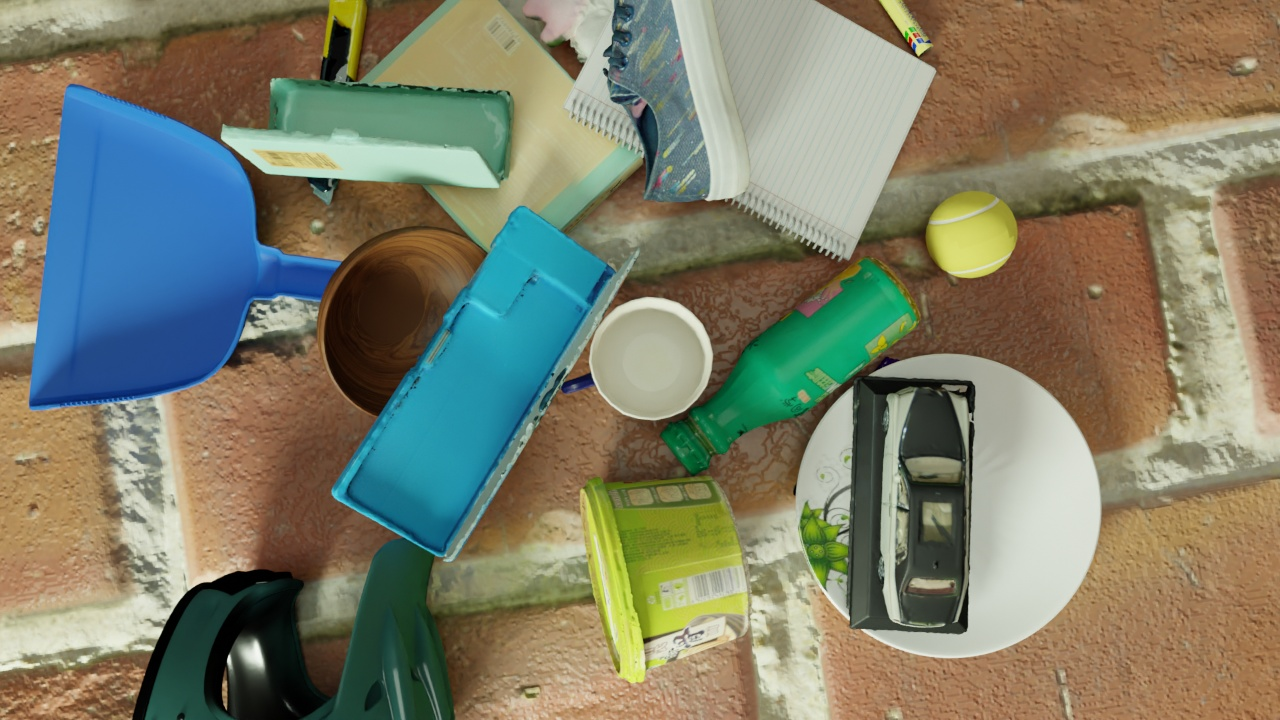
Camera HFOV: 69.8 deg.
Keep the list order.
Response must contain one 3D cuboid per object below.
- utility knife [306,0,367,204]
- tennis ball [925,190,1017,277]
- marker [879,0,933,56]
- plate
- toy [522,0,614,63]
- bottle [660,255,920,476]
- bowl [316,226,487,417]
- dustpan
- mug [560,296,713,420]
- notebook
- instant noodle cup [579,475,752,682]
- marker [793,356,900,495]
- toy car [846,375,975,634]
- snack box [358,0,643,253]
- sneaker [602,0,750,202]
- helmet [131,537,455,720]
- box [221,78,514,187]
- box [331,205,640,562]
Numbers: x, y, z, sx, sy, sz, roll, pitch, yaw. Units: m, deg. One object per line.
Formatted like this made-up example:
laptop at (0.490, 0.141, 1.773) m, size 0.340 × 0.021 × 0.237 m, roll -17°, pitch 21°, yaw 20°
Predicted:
utility knife at (-0.245, -0.210, 0.735) m, size 0.029 × 0.020 × 0.172 m, roll 7°, pitch 90°, yaw 3°
tennis ball at (0.250, -0.095, 0.695) m, size 0.065 × 0.065 × 0.065 m, roll 0°, pitch 88°, yaw 1°
marker at (0.189, -0.300, 0.728) m, size 0.014 × 0.014 × 0.132 m, roll -34°, pitch 88°, yaw 0°
plate at (0.233, 0.110, 0.708) m, size 0.229 × 0.030 × 0.229 m, roll 0°, pitch 89°, yaw 2°
toy at (-0.035, -0.269, 0.716) m, size 0.109 × 0.041 × 0.095 m, roll 19°, pitch 84°, yaw -10°
bottle at (0.109, 0.009, 0.695) m, size 0.209 × 0.068 × 0.068 m, roll -38°, pitch 88°, yaw 0°
bowl at (-0.178, -0.034, 0.693) m, size 0.147 × 0.069 × 0.147 m, roll -15°, pitch 117°, yaw -33°
dustpan at (-0.323, -0.071, 0.711) m, size 0.257 × 0.059 × 0.245 m, roll 7°, pitch 90°, yaw -18°
mug at (-0.004, 0.004, 0.687) m, size 0.112 × 0.089 × 0.085 m, roll -19°, pitch 88°, yaw 1°
notebook at (0.088, -0.207, 0.703) m, size 0.245 × 0.013 × 0.177 m, roll 27°, pitch 82°, yaw -6°
instant noodle cup at (0.017, 0.149, 0.663) m, size 0.097 × 0.146 × 0.146 m, roll -11°, pitch 88°, yaw -10°
marker at (0.161, 0.052, 0.718) m, size 0.018 × 0.015 × 0.134 m, roll 38°, pitch 90°, yaw -18°
toy car at (0.203, 0.107, 0.658) m, size 0.094 × 0.071 × 0.191 m, roll 3°, pitch 87°, yaw 0°
snack box at (-0.114, -0.179, 0.717) m, size 0.141 × 0.044 × 0.193 m, roll -43°, pitch 88°, yaw 1°
sneaker at (0.008, -0.222, 0.644) m, size 0.079 × 0.087 × 0.235 m, roll -17°, pitch 90°, yaw -9°
helmet at (-0.228, 0.263, 0.650) m, size 0.200 × 0.176 × 0.274 m, roll 0°, pitch 74°, yaw 6°
box at (-0.192, -0.167, 0.655) m, size 0.188 × 0.093 × 0.077 m, roll 6°, pitch 94°, yaw 6°
box at (-0.098, 0.011, 0.621) m, size 0.094 × 0.115 × 0.243 m, roll 34°, pitch 76°, yaw -16°
